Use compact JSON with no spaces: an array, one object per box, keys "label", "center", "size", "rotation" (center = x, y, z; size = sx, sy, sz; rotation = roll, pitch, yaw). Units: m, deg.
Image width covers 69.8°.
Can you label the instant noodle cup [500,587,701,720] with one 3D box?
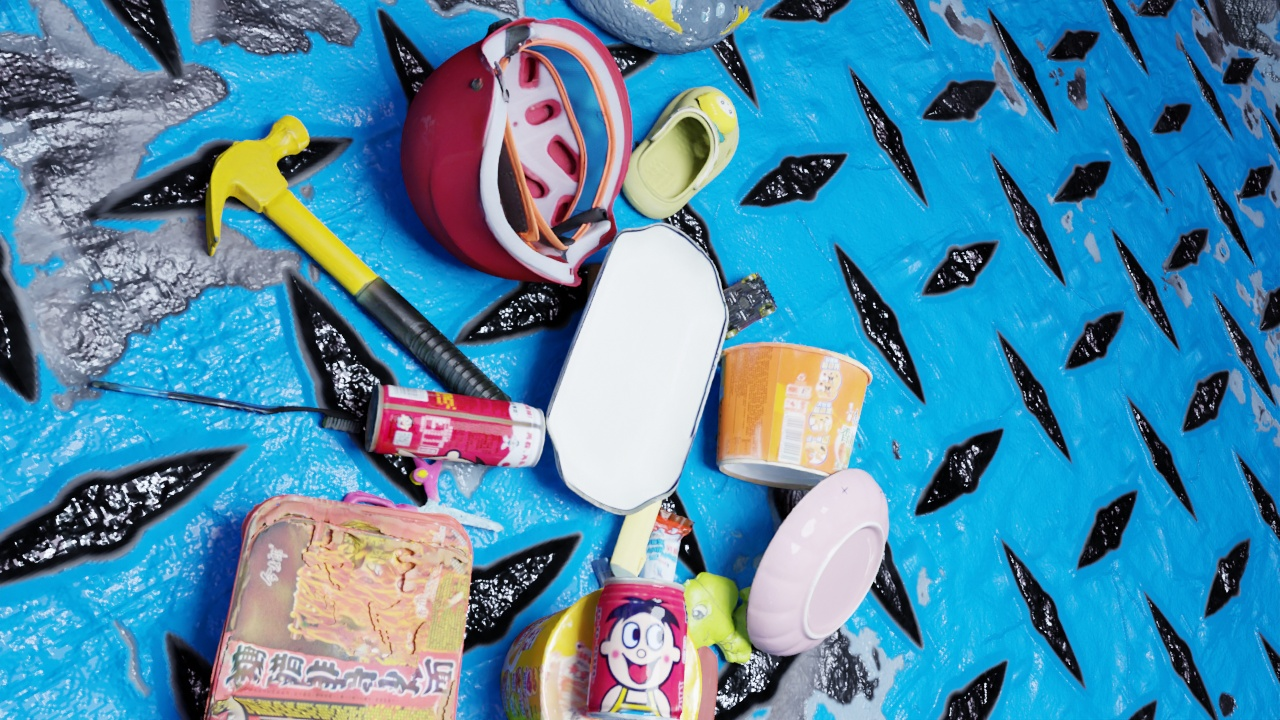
[{"label":"instant noodle cup","center":[-0.039,0.250,0.714],"size":[0.138,0.110,0.138],"rotation":[12,68,-30]}]

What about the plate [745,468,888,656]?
[{"label":"plate","center":[0.174,0.194,0.845],"size":[0.191,0.039,0.193],"rotation":[-25,129,-36]}]

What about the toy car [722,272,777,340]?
[{"label":"toy car","center":[0.098,-0.054,0.958],"size":[0.106,0.031,0.049],"rotation":[-31,91,-37]}]

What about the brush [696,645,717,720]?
[{"label":"brush","center":[0.030,0.312,0.762],"size":[0.063,0.069,0.145],"rotation":[22,63,-24]}]

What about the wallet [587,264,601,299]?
[{"label":"wallet","center":[0.001,-0.019,0.886],"size":[0.119,0.035,0.130],"rotation":[7,73,-28]}]

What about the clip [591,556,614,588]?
[{"label":"clip","center":[-0.024,0.198,0.796],"size":[0.043,0.027,0.058],"rotation":[-4,79,-42]}]

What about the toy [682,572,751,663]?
[{"label":"toy","center":[0.072,0.233,0.841],"size":[0.096,0.031,0.100],"rotation":[-44,104,-35]}]

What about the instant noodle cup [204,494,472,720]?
[{"label":"instant noodle cup","center":[-0.209,0.194,0.642],"size":[0.164,0.079,0.188],"rotation":[16,67,-28]}]

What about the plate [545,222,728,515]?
[{"label":"plate","center":[-0.005,0.005,0.824],"size":[0.162,0.034,0.265],"rotation":[32,68,-36]}]

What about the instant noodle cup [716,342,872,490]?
[{"label":"instant noodle cup","center":[0.140,0.059,0.882],"size":[0.151,0.152,0.111],"rotation":[19,72,-27]}]

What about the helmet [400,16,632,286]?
[{"label":"helmet","center":[-0.113,-0.180,0.792],"size":[0.207,0.144,0.239],"rotation":[66,34,-34]}]

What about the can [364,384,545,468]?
[{"label":"can","center":[-0.146,0.054,0.727],"size":[0.132,0.053,0.053],"rotation":[9,68,-23]}]

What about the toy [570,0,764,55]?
[{"label":"toy","center":[0.009,-0.396,0.986],"size":[0.355,0.092,0.137],"rotation":[3,59,-34]}]

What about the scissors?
[{"label":"scissors","center":[-0.174,0.119,0.729],"size":[0.130,0.017,0.133],"rotation":[-16,81,-37]}]

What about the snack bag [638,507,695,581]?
[{"label":"snack bag","center":[0.017,0.186,0.825],"size":[0.048,0.026,0.104],"rotation":[22,61,-8]}]

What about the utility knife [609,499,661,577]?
[{"label":"utility knife","center":[0.010,0.124,0.832],"size":[0.031,0.020,0.189],"rotation":[29,53,-6]}]

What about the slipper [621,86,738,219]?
[{"label":"slipper","center":[0.055,-0.224,0.962],"size":[0.091,0.082,0.190],"rotation":[46,58,-14]}]

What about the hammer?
[{"label":"hammer","center":[-0.224,-0.059,0.750],"size":[0.300,0.033,0.128],"rotation":[45,56,-12]}]

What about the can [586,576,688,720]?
[{"label":"can","center":[-0.001,0.204,0.644],"size":[0.066,0.067,0.093],"rotation":[18,64,-27]}]

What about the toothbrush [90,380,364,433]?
[{"label":"toothbrush","center":[-0.300,0.035,0.681],"size":[0.189,0.014,0.016],"rotation":[11,91,-29]}]
